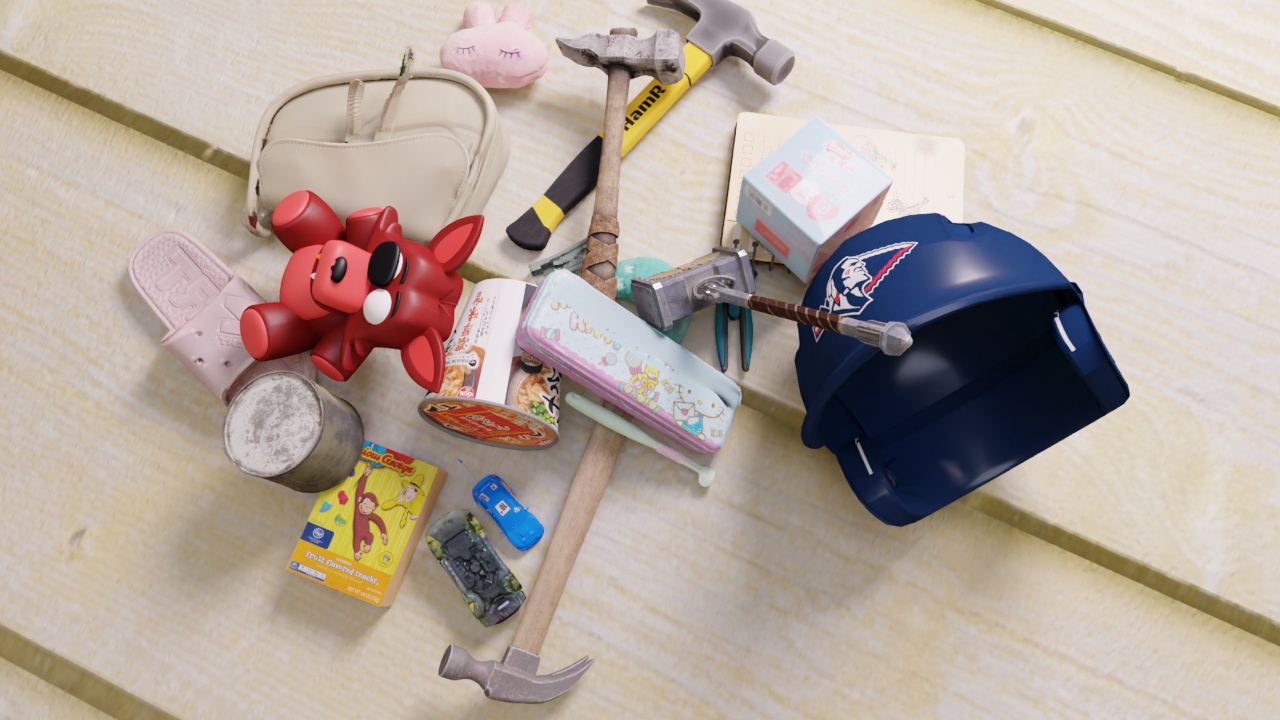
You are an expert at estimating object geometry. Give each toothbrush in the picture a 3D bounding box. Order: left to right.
[{"bbox_3d":[0.000,0.068,0.812,0.154,0.015,0.022,31,48,-13],"label":"toothbrush"}]

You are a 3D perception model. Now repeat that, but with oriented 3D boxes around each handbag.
[{"bbox_3d":[-0.251,-0.190,0.852,0.229,0.132,0.184,11,84,5],"label":"handbag"}]

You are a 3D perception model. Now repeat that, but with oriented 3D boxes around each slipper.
[{"bbox_3d":[-0.392,-0.037,0.845,0.094,0.064,0.239,-43,78,-9],"label":"slipper"}]

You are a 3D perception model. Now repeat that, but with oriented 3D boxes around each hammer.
[{"bbox_3d":[-0.057,0.136,0.806,0.119,0.031,0.330,25,74,-16],"label":"hammer"},{"bbox_3d":[-0.032,-0.158,0.846,0.121,0.049,0.318,4,81,11],"label":"hammer"},{"bbox_3d":[-0.013,-0.233,0.897,0.170,0.034,0.324,41,84,18],"label":"hammer"},{"bbox_3d":[0.098,-0.041,0.694,0.098,0.322,0.044,-22,108,-17],"label":"hammer"}]

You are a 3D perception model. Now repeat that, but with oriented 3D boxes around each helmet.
[{"bbox_3d":[0.225,-0.010,0.727,0.233,0.271,0.223,-38,71,25],"label":"helmet"}]

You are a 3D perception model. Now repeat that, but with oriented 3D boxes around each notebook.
[{"bbox_3d":[0.195,-0.152,0.873,0.225,0.024,0.167,8,69,3],"label":"notebook"}]

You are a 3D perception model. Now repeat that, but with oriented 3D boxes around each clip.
[{"bbox_3d":[-0.067,-0.093,0.874,0.076,0.023,0.044,-26,80,-3],"label":"clip"}]

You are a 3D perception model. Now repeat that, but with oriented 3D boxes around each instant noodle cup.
[{"bbox_3d":[-0.120,0.001,0.811,0.123,0.124,0.121,9,68,3],"label":"instant noodle cup"}]

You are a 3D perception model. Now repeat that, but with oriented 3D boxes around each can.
[{"bbox_3d":[-0.291,0.062,0.777,0.090,0.074,0.089,-3,71,10],"label":"can"}]

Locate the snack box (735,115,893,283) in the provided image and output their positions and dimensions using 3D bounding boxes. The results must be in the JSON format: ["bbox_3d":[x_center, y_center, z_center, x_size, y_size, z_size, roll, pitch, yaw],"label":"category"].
[{"bbox_3d":[0.151,-0.141,0.812,0.094,0.079,0.093,-41,74,-13],"label":"snack box"}]

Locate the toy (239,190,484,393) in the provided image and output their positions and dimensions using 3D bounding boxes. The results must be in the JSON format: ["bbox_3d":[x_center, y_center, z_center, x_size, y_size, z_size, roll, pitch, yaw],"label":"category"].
[{"bbox_3d":[-0.236,-0.060,0.785,0.197,0.120,0.158,8,78,28],"label":"toy"}]

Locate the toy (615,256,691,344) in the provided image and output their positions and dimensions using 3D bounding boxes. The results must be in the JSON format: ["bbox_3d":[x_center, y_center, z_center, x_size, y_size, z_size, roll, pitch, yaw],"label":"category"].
[{"bbox_3d":[0.005,-0.054,0.860,0.105,0.033,0.085,44,92,9],"label":"toy"}]

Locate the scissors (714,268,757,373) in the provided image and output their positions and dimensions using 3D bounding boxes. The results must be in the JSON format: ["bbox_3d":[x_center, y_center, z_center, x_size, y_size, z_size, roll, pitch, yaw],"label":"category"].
[{"bbox_3d":[0.081,-0.061,0.865,0.138,0.019,0.136,-39,80,-7],"label":"scissors"}]

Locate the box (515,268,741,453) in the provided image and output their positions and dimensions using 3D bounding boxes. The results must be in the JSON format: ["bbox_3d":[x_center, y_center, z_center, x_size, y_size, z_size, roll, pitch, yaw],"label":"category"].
[{"bbox_3d":[-0.005,0.005,0.792,0.214,0.033,0.076,33,67,-21],"label":"box"}]

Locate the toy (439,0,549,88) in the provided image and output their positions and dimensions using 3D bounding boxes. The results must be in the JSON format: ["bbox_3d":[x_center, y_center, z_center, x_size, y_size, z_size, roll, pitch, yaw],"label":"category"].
[{"bbox_3d":[-0.145,-0.317,0.916,0.108,0.053,0.105,-2,62,2],"label":"toy"}]

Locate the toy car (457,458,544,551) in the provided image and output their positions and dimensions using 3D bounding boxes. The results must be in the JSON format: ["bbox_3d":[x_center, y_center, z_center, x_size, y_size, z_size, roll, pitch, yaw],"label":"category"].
[{"bbox_3d":[-0.125,0.124,0.803,0.033,0.062,0.092,-42,80,-9],"label":"toy car"}]

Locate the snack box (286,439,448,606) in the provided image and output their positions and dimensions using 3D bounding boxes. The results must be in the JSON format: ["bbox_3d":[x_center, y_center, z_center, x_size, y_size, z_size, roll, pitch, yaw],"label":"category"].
[{"bbox_3d":[-0.240,0.141,0.812,0.088,0.040,0.125,20,78,5],"label":"snack box"}]

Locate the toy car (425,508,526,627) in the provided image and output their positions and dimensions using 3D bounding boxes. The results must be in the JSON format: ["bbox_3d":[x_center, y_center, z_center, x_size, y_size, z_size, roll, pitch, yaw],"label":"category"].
[{"bbox_3d":[-0.144,0.180,0.804,0.048,0.033,0.105,-34,88,-11],"label":"toy car"}]
